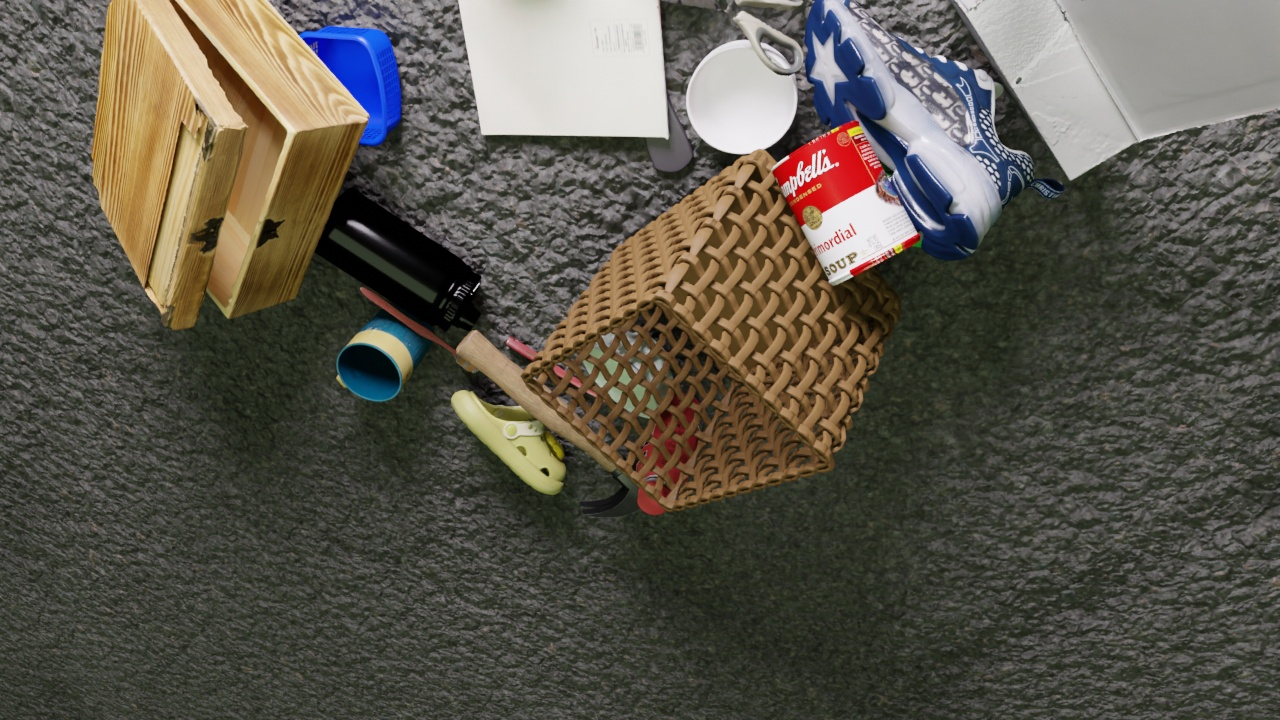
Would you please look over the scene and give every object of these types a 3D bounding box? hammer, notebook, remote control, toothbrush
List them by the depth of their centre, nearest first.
[{"bbox_3d":[-0.077,-0.298,0.921,0.209,0.012,0.153,5,124,17],"label":"notebook"},{"bbox_3d":[0.016,-0.250,0.936,0.046,0.009,0.124,-13,118,23],"label":"remote control"},{"bbox_3d":[-0.265,-0.036,1.109,0.015,0.015,0.184,-42,128,11],"label":"toothbrush"},{"bbox_3d":[-0.101,0.076,1.121,0.305,0.040,0.132,41,94,-19],"label":"hammer"},{"bbox_3d":[-0.082,0.022,1.139,0.190,0.016,0.016,31,108,-5],"label":"toothbrush"}]

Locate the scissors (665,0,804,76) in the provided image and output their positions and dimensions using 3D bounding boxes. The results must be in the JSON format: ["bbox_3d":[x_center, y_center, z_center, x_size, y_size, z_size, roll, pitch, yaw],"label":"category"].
[{"bbox_3d":[0.088,-0.303,0.805,0.013,0.162,0.154,-7,117,57],"label":"scissors"}]

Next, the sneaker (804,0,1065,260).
[{"bbox_3d":[0.256,-0.227,0.817,0.132,0.103,0.269,-29,78,-11],"label":"sneaker"}]

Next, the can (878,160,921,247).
[{"bbox_3d":[0.239,-0.159,0.890,0.140,0.087,0.088,9,124,9],"label":"can"}]

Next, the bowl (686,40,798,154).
[{"bbox_3d":[0.099,-0.257,0.884,0.105,0.054,0.105,6,125,9],"label":"bowl"}]

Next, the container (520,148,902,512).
[{"bbox_3d":[0.070,-0.019,0.904,0.219,0.213,0.252,43,144,-15],"label":"container"}]

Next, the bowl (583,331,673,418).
[{"bbox_3d":[-0.006,0.006,1.069,0.117,0.061,0.118,35,158,17],"label":"bowl"}]

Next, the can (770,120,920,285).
[{"bbox_3d":[0.180,-0.136,0.804,0.087,0.086,0.116,-28,90,29],"label":"can"}]

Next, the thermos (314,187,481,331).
[{"bbox_3d":[-0.270,-0.107,1.061,0.198,0.085,0.086,33,125,-8],"label":"thermos"}]

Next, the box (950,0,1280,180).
[{"bbox_3d":[0.346,-0.212,0.616,0.119,0.478,0.166,-41,108,4],"label":"box"}]

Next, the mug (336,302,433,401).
[{"bbox_3d":[-0.322,-0.008,1.128,0.114,0.107,0.083,-24,115,27],"label":"mug"}]

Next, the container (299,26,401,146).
[{"bbox_3d":[-0.302,-0.291,0.965,0.096,0.058,0.114,7,124,10],"label":"container"}]

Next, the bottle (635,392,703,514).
[{"bbox_3d":[0.031,0.110,1.067,0.062,0.176,0.062,7,124,10],"label":"bottle"}]

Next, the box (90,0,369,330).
[{"bbox_3d":[-0.445,-0.219,0.941,0.245,0.167,0.280,50,132,13],"label":"box"}]

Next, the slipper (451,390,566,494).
[{"bbox_3d":[-0.157,0.091,1.175,0.081,0.092,0.190,-47,116,-6],"label":"slipper"}]
